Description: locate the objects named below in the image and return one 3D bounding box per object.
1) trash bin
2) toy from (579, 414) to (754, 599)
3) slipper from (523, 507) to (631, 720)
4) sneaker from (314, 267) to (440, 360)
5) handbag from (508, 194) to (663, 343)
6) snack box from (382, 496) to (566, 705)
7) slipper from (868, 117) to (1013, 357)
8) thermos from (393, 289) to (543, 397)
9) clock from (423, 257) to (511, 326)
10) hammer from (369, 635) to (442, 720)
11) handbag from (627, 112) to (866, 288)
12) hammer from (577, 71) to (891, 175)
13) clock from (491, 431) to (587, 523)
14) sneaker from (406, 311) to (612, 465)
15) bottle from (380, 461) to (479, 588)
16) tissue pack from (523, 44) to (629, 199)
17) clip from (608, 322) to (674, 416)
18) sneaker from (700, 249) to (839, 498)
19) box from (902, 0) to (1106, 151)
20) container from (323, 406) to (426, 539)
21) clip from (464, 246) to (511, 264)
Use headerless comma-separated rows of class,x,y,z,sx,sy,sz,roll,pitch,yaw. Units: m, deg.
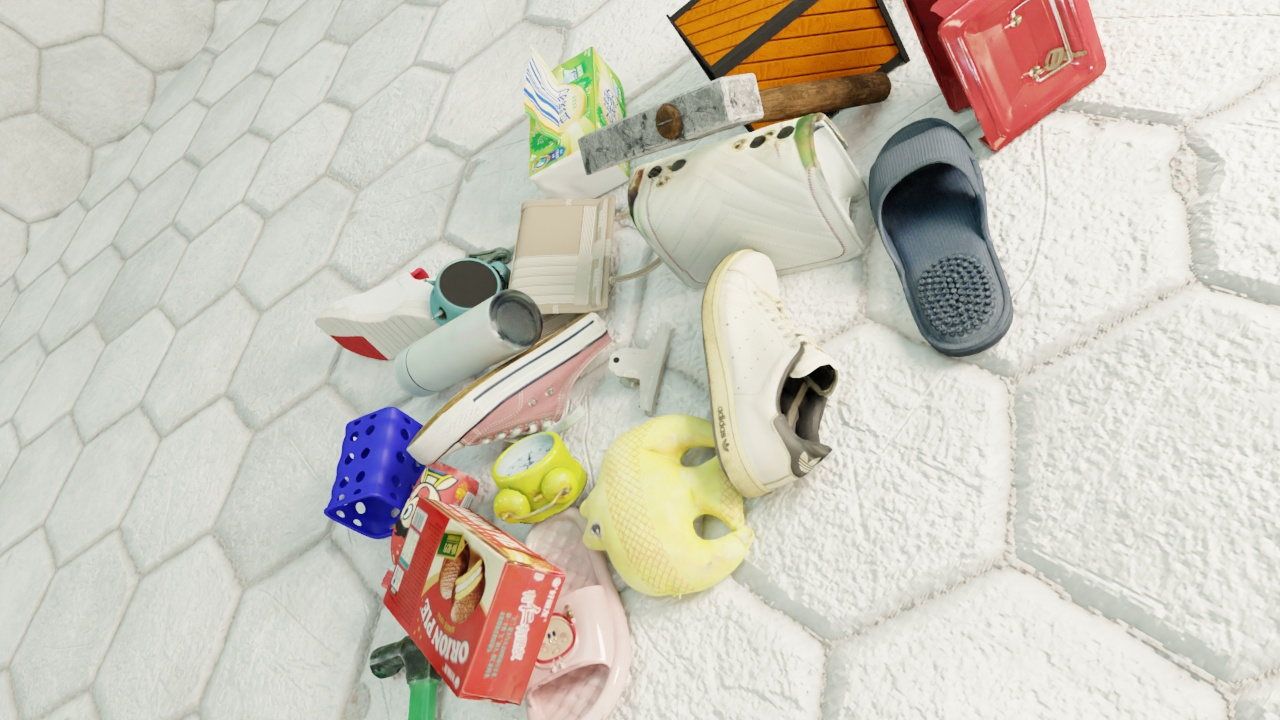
trash bin,0.153,-0.340,0.965,0.172,0.139,0.139,-36,45,12
toy,0.018,0.128,0.802,0.155,0.064,0.170,-15,57,13
slipper,-0.066,0.223,0.803,0.107,0.055,0.221,-28,44,18
sneaker,-0.312,-0.070,1.182,0.237,0.090,0.104,-4,50,37
handbag,-0.050,-0.122,1.037,0.198,0.062,0.175,-14,53,24
snack box,-0.157,0.205,0.821,0.237,0.060,0.113,10,80,60
slipper,0.245,-0.125,0.788,0.101,0.082,0.263,-23,50,27
thermos,-0.196,-0.014,1.017,0.231,0.068,0.067,-23,47,48
clock,-0.188,-0.077,1.080,0.124,0.053,0.090,-9,64,-17
hammer,-0.198,0.395,0.804,0.130,0.032,0.318,-22,50,24
handbag,0.102,-0.154,0.877,0.199,0.142,0.096,-8,55,32
hammer,0.110,-0.238,0.883,0.299,0.037,0.218,-20,10,-36
clock,-0.096,0.117,0.867,0.083,0.057,0.119,-25,24,5
sneaker,-0.123,0.046,0.948,0.240,0.088,0.118,-34,9,-13
bottle,-0.223,0.176,0.953,0.062,0.062,0.137,8,66,41
tissue pack,-0.095,-0.306,1.133,0.120,0.141,0.197,-28,47,19
clip,-0.003,0.005,0.923,0.054,0.044,0.101,1,60,24
sneaker,0.118,-0.005,0.793,0.103,0.089,0.241,-23,53,35
box,0.314,-0.299,0.805,0.137,0.157,0.127,-32,42,13
container,-0.286,0.125,1.021,0.085,0.085,0.113,-20,49,25
clip,-0.196,-0.127,1.172,0.076,0.023,0.061,-18,53,30
